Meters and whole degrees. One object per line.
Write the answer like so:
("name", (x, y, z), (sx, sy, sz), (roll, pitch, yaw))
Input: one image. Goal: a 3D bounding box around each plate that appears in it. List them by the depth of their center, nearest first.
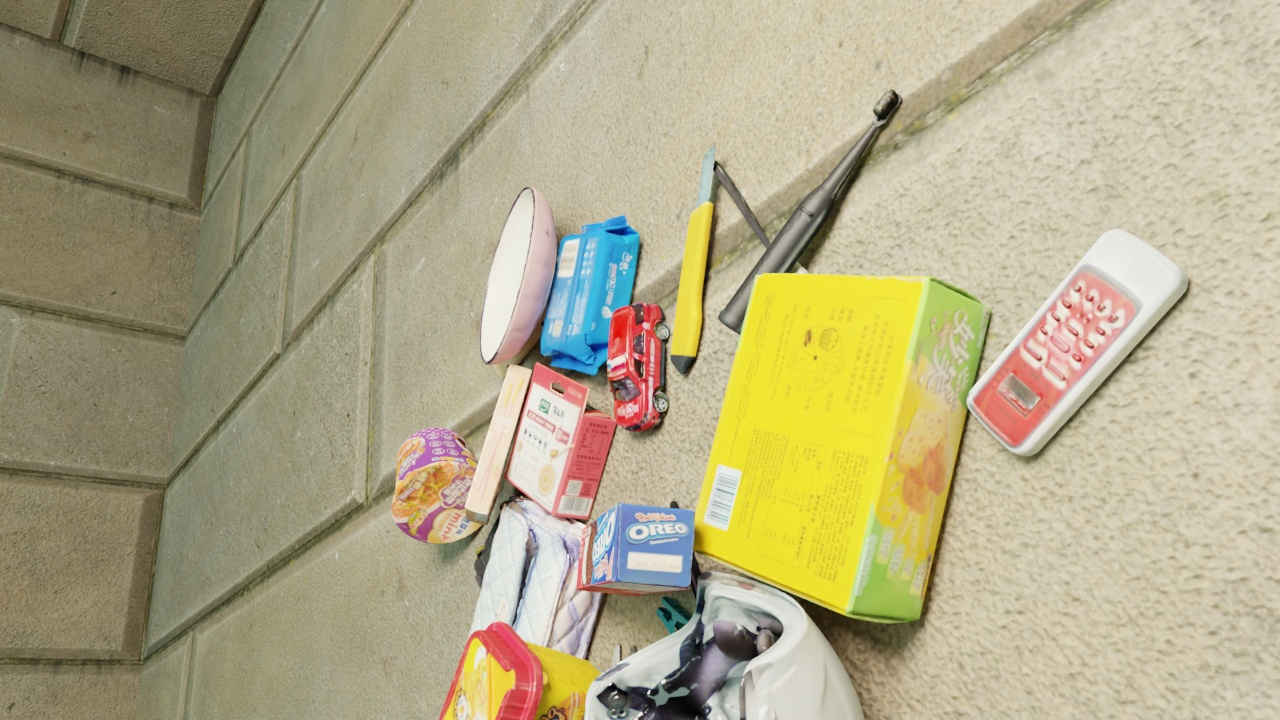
("plate", (-0.126, -0.086, 0.969), (0.192, 0.039, 0.192), (-167, 91, -70))

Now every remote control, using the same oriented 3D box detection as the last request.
("remote control", (0.246, -0.009, 0.526), (0.136, 0.020, 0.056), (-57, 39, 24))

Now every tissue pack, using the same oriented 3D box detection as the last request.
("tissue pack", (-0.049, -0.063, 0.911), (0.095, 0.052, 0.157), (4, 82, 56))

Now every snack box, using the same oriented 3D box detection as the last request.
("snack box", (0.128, 0.050, 0.616), (0.158, 0.070, 0.210), (9, 83, 54))
("snack box", (-0.008, 0.150, 0.707), (0.208, 0.058, 0.057), (126, 151, -71))
("snack box", (-0.078, 0.078, 0.908), (0.113, 0.044, 0.127), (23, 99, 54))
("snack box", (-0.149, 0.089, 0.959), (0.085, 0.026, 0.157), (120, 165, -70))

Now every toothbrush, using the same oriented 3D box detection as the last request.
("toothbrush", (0.129, -0.111, 0.696), (0.026, 0.027, 0.213), (43, 106, 32))
("toothbrush", (0.051, 0.191, 0.729), (0.014, 0.016, 0.188), (-39, 45, 24))
("toothbrush", (0.096, -0.118, 0.767), (0.018, 0.015, 0.181), (-51, 43, 26))

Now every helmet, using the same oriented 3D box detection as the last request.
("helmet", (0.041, 0.273, 0.569), (0.258, 0.146, 0.229), (-49, 6, -4))

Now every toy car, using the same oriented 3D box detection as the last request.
("toy car", (-0.005, 0.005, 0.837), (0.053, 0.045, 0.120), (-23, 63, 49))
("toy car", (-0.143, 0.195, 0.965), (0.106, 0.031, 0.049), (-60, 38, 15))

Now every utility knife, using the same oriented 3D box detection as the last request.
("utility knife", (0.051, -0.090, 0.809), (0.033, 0.015, 0.206), (7, 89, 57))

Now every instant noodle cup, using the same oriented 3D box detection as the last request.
("instant noodle cup", (-0.083, 0.290, 0.753), (0.116, 0.123, 0.116), (17, 87, 59))
("instant noodle cup", (-0.230, 0.135, 1.047), (0.112, 0.111, 0.099), (-61, 29, 19))

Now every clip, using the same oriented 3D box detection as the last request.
("clip", (0.031, 0.213, 0.743), (0.056, 0.014, 0.040), (37, 107, 52))

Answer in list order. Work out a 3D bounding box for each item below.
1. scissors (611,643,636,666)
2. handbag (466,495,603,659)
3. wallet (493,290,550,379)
("scissors", (-0.010, 0.354, 0.751), (0.163, 0.021, 0.234), (20, 89, 51))
("handbag", (-0.106, 0.239, 0.866), (0.134, 0.075, 0.194), (15, 90, 54))
("wallet", (-0.137, -0.047, 1.048), (0.115, 0.024, 0.087), (-48, 49, 33))
